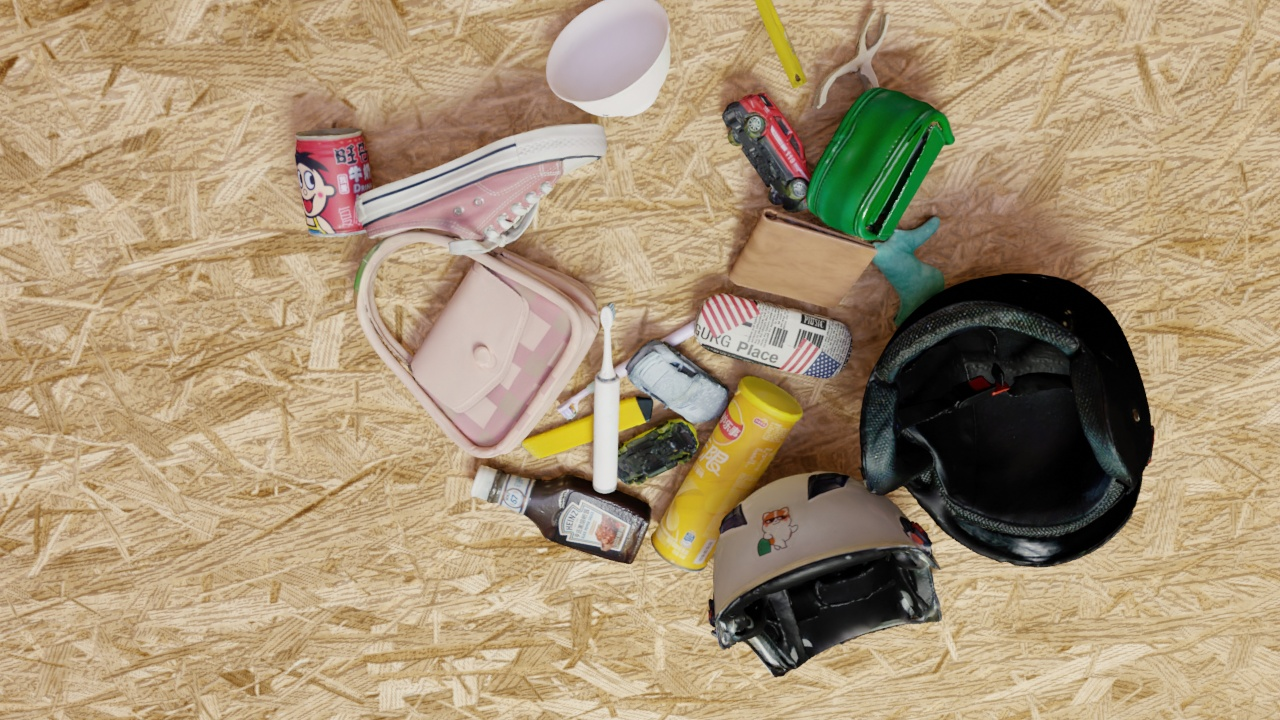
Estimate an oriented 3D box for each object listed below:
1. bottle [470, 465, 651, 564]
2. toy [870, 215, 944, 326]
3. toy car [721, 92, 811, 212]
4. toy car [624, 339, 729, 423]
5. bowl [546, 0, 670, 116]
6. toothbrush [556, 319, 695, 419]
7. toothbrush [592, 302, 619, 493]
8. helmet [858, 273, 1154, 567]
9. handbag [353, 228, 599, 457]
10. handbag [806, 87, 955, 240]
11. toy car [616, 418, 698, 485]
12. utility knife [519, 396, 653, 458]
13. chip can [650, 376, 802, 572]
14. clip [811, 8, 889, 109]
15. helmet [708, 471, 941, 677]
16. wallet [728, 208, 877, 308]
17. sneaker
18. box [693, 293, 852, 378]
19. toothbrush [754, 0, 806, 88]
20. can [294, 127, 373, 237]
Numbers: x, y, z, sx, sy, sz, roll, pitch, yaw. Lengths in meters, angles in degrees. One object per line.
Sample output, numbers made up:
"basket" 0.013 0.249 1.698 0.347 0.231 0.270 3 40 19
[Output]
"bottle" -0.089 0.161 1.006 0.195 0.044 0.080 19 114 -5
"toy" 0.265 -0.093 0.900 0.096 0.030 0.092 -41 107 10
"toy car" 0.125 -0.193 0.852 0.045 0.053 0.120 -37 103 -11
"toy car" 0.040 0.025 0.942 0.120 0.036 0.054 33 111 -28
"bowl" -0.018 -0.258 0.819 0.118 0.118 0.065 -26 147 12
"toothbrush" -0.006 0.006 0.954 0.189 0.029 0.021 -33 69 13
"toothbrush" -0.035 0.042 0.932 0.027 0.026 0.221 12 123 16
"helmet" 0.341 0.049 0.848 0.234 0.229 0.275 -6 119 37
"handbag" -0.176 -0.035 0.918 0.234 0.093 0.194 35 108 -4
"handbag" 0.219 -0.173 0.831 0.068 0.120 0.131 39 108 29
"toy car" 0.014 0.096 0.982 0.105 0.032 0.048 -29 103 25
"utility knife" -0.057 0.071 0.984 0.156 0.015 0.033 -19 103 10
"chip can" 0.089 0.122 0.968 0.072 0.072 0.214 25 110 -7
"clip" 0.206 -0.257 0.836 0.095 0.035 0.102 44 99 -9
"helmet" 0.174 0.196 0.929 0.230 0.156 0.274 -27 140 15
"wallet" 0.153 -0.094 0.880 0.115 0.020 0.101 16 148 -7
"sneaker" -0.138 -0.148 0.847 0.241 0.118 0.088 -20 98 1
"box" 0.133 -0.026 0.926 0.164 0.052 0.069 16 120 -8
"toothbrush" 0.104 -0.332 0.817 0.016 0.016 0.190 -25 109 12
"can" -0.289 -0.170 0.870 0.066 0.066 0.094 -1 111 2
